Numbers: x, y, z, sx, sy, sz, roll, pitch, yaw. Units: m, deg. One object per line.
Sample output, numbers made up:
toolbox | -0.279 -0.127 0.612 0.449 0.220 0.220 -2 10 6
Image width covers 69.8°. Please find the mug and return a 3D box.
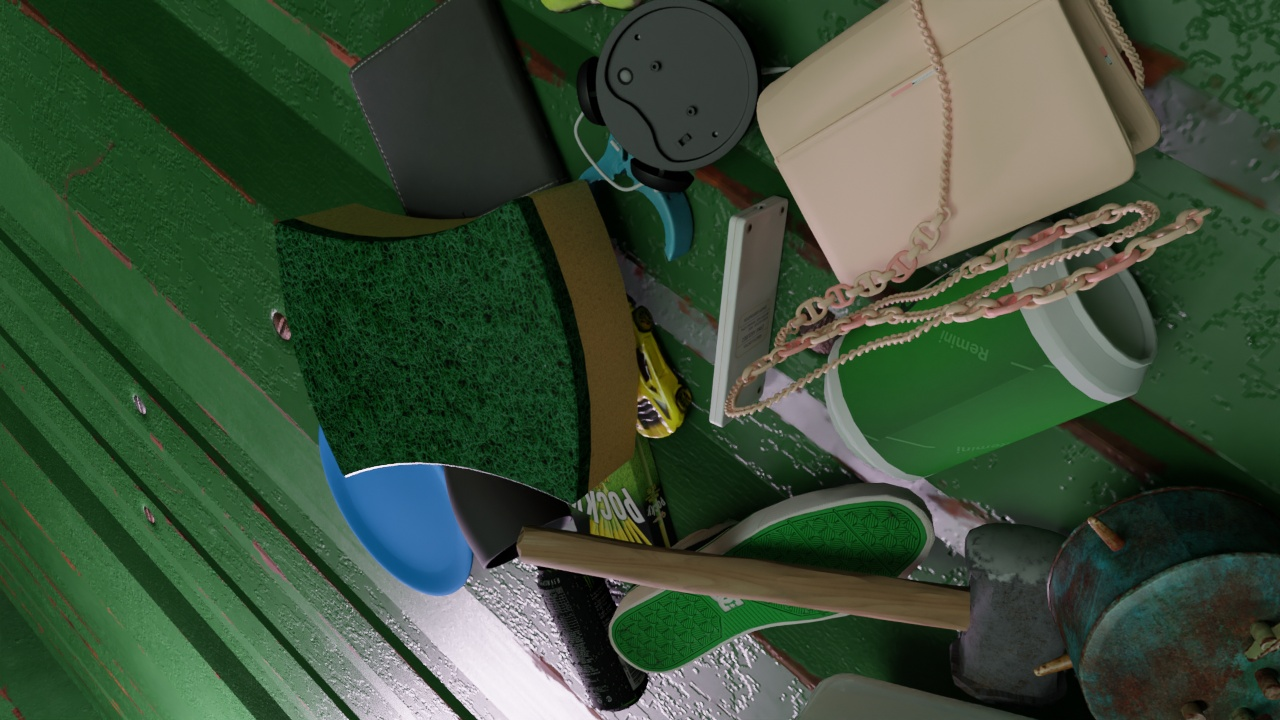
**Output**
mug | -0.117 0.112 0.766 0.100 0.084 0.119 57 166 15

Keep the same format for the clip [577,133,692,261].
clip | -0.012 -0.117 0.584 0.119 0.033 0.121 -12 104 47

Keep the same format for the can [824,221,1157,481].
can | 0.164 -0.001 0.449 0.140 0.087 0.088 -35 88 45

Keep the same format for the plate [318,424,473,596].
plate | -0.238 0.130 0.907 0.224 0.024 0.225 20 124 32

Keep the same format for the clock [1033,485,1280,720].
clock | 0.273 0.127 0.416 0.158 0.073 0.121 7 116 5

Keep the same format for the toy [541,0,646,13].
toy | -0.028 -0.254 0.509 0.092 0.046 0.115 11 112 35

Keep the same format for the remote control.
remote control | 0.063 -0.028 0.547 0.011 0.050 0.136 23 125 30

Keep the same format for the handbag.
handbag | 0.110 -0.088 0.378 0.199 0.186 0.116 -22 104 49

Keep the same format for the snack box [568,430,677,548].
snack box | -0.024 0.093 0.704 0.080 0.025 0.147 -2 111 41

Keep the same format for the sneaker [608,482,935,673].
sneaker | 0.082 0.129 0.609 0.236 0.078 0.084 -31 105 29

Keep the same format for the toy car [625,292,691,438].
toy car | -0.004 0.004 0.637 0.049 0.030 0.107 -22 95 46

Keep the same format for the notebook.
notebook | -0.126 -0.140 0.667 0.170 0.029 0.209 -13 100 42

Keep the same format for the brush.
brush | -0.130 -0.014 0.640 0.251 0.075 0.195 1 110 32

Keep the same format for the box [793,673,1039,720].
box | 0.198 0.220 0.502 0.211 0.185 0.084 1 91 42

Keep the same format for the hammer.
hammer | 0.084 0.131 0.538 0.329 0.052 0.098 4 117 14

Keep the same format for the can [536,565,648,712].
can | -0.040 0.225 0.768 0.054 0.053 0.138 -15 102 44

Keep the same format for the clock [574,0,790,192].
clock | 0.015 -0.146 0.508 0.121 0.042 0.091 -37 97 28
